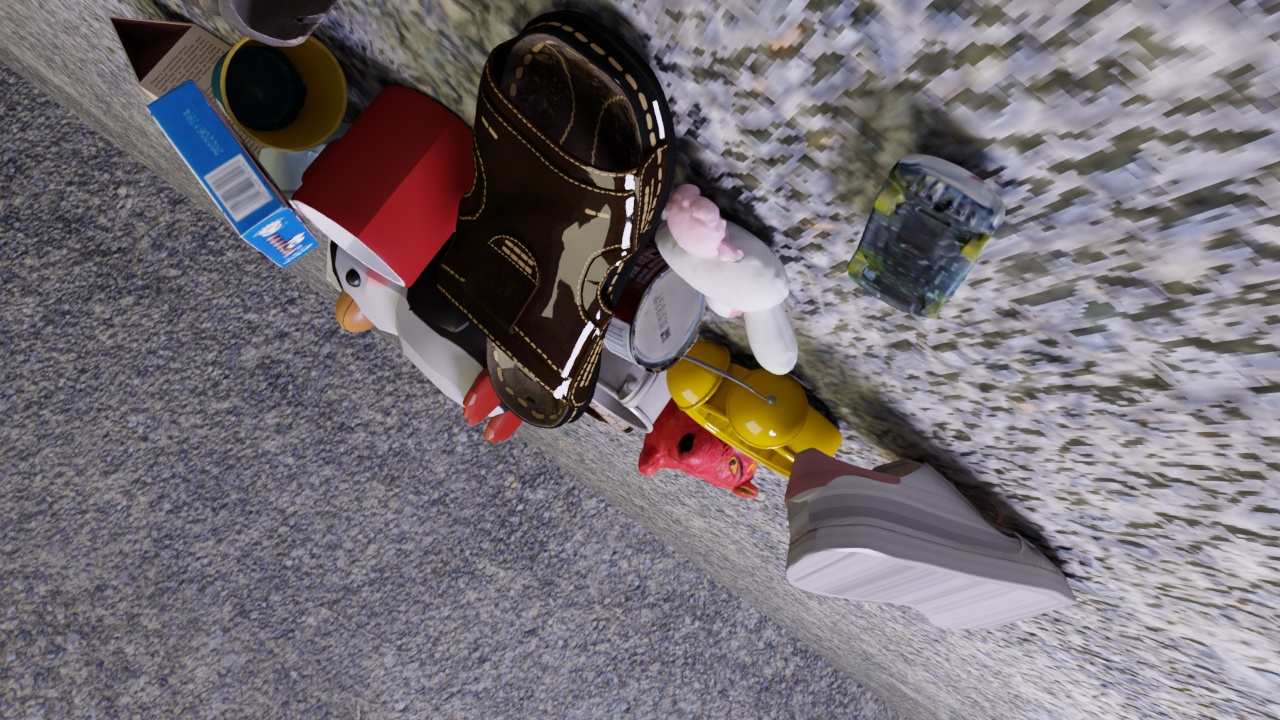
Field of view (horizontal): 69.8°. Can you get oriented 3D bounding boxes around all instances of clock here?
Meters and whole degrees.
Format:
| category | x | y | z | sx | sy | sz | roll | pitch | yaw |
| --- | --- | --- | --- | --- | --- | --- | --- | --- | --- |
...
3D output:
| category | x | y | z | sx | sy | sz | roll | pitch | yaw |
| --- | --- | --- | --- | --- | --- | --- | --- | --- | --- |
| clock | 0.078 | 0.036 | 0.633 | 0.114 | 0.052 | 0.152 | 26 | 169 | 38 |

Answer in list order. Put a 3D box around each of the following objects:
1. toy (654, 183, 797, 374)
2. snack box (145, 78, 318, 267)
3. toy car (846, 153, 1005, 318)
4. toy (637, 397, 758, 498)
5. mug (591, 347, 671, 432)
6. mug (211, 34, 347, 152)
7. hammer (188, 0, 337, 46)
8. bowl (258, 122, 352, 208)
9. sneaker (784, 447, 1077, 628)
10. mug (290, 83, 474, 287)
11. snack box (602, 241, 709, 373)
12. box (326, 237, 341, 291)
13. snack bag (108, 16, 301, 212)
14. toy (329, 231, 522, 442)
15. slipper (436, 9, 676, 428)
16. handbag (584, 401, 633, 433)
| category | x | y | z | sx | sy | sz | roll | pitch | yaw |
| --- | --- | --- | --- | --- | --- | --- | --- | --- | --- |
| toy | 0.043 | -0.044 | 0.447 | 0.079 | 0.038 | 0.122 | 43 | 175 | 35 |
| snack box | -0.248 | -0.110 | 0.574 | 0.088 | 0.033 | 0.154 | 56 | 169 | -6 |
| toy car | 0.099 | -0.042 | 0.321 | 0.039 | 0.027 | 0.090 | 30 | 166 | 11 |
| toy | 0.049 | 0.070 | 0.782 | 0.094 | 0.088 | 0.133 | 29 | 173 | -27 |
| mug | -0.004 | 0.004 | 0.676 | 0.084 | 0.070 | 0.113 | 39 | 168 | -15 |
| mug | -0.259 | -0.189 | 0.639 | 0.078 | 0.078 | 0.121 | 44 | 170 | -34 |
| hammer | -0.261 | -0.269 | 0.424 | 0.138 | 0.035 | 0.314 | 29 | 166 | 28 |
| bowl | -0.238 | -0.149 | 0.706 | 0.117 | 0.061 | 0.117 | -1 | -174 | 0 |
| sneaker | 0.182 | 0.107 | 0.574 | 0.236 | 0.089 | 0.100 | 21 | 143 | -33 |
| mug | -0.167 | -0.118 | 0.592 | 0.116 | 0.096 | 0.080 | 29 | 167 | 28 |
| snack box | -0.026 | -0.047 | 0.544 | 0.121 | 0.072 | 0.072 | 27 | 165 | 33 |
| box | -0.210 | -0.080 | 0.856 | 0.131 | 0.152 | 0.107 | -8 | -152 | -38 |
| snack bag | -0.358 | -0.220 | 0.791 | 0.206 | 0.069 | 0.094 | 33 | 168 | 13 |
| toy | -0.140 | -0.053 | 0.674 | 0.184 | 0.140 | 0.159 | 35 | 169 | 13 |
| slipper | -0.052 | -0.044 | 0.443 | 0.113 | 0.075 | 0.269 | 40 | 145 | 15 |
| handbag | -0.065 | -0.003 | 0.799 | 0.166 | 0.063 | 0.139 | 41 | 155 | -12 |
